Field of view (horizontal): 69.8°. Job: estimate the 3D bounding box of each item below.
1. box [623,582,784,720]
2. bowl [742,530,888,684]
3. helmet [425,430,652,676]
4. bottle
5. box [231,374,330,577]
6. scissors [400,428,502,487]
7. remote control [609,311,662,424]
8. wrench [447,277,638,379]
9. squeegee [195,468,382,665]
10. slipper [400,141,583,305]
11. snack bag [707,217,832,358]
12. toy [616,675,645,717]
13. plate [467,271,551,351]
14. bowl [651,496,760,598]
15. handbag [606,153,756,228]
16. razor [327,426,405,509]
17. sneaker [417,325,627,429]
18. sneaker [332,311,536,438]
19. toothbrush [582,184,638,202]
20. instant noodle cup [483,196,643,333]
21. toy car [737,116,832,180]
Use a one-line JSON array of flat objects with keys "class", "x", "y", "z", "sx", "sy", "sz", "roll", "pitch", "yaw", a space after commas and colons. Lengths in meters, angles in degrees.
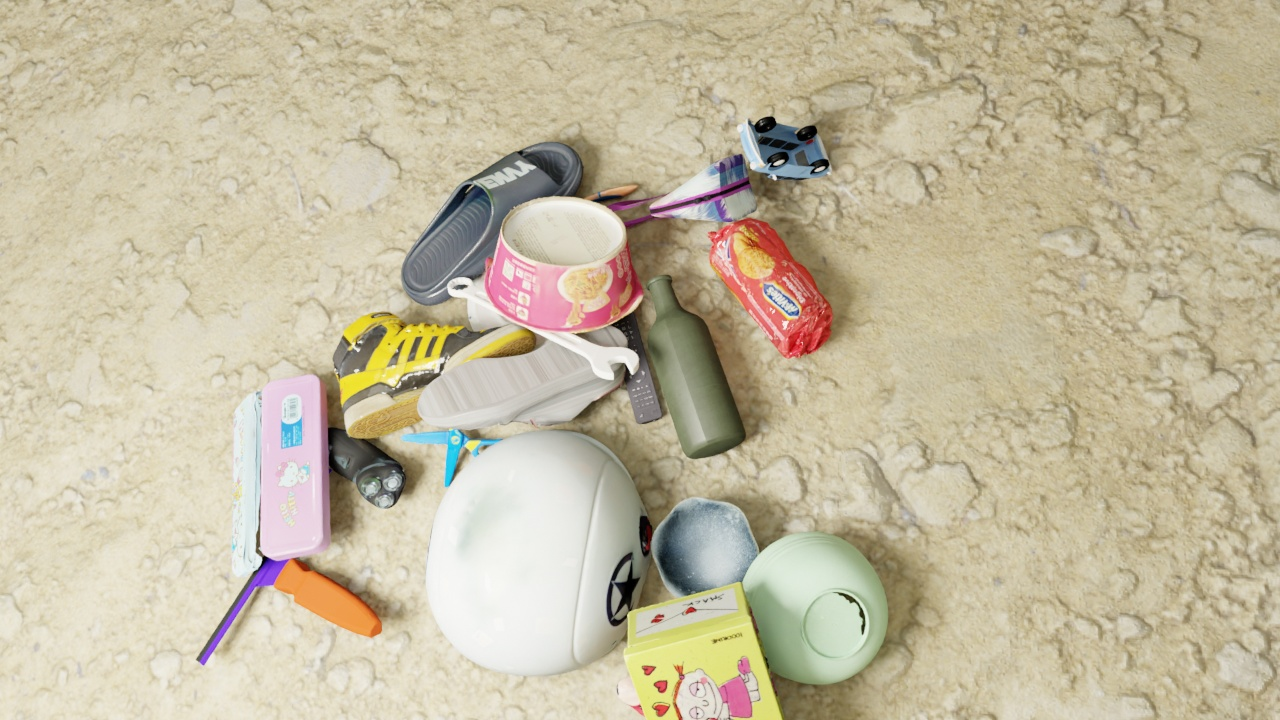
[{"class": "box", "x": 0.073, "y": 0.331, "z": 0.852, "sx": 0.124, "sy": 0.082, "sz": 0.221, "roll": -14, "pitch": 103, "yaw": 4}, {"class": "bowl", "x": 0.176, "y": 0.246, "z": 0.888, "sx": 0.151, "sy": 0.077, "sz": 0.151, "roll": 0, "pitch": 89, "yaw": -8}, {"class": "helmet", "x": -0.113, "y": 0.186, "z": 0.940, "sx": 0.237, "sy": 0.164, "sz": 0.263, "roll": 8, "pitch": 75, "yaw": 11}, {"class": "bottle", "x": 0.051, "y": 0.002, "z": 1.012, "sx": 0.071, "sy": 0.071, "sz": 0.206, "roll": -20, "pitch": 71, "yaw": 4}, {"class": "box", "x": -0.422, "y": 0.130, "z": 1.052, "sx": 0.149, "sy": 0.051, "sz": 0.214, "roll": -21, "pitch": 64, "yaw": 23}, {"class": "scissors", "x": -0.208, "y": 0.086, "z": 1.039, "sx": 0.125, "sy": 0.014, "sz": 0.130, "roll": 0, "pitch": 103, "yaw": -6}, {"class": "remote control", "x": -0.006, "y": 0.006, "z": 1.051, "sx": 0.032, "sy": 0.015, "sz": 0.136, "roll": -17, "pitch": 74, "yaw": 5}, {"class": "wrench", "x": -0.115, "y": -0.040, "z": 1.013, "sx": 0.274, "sy": 0.009, "sz": 0.047, "roll": 26, "pitch": 46, "yaw": 30}, {"class": "squeegee", "x": -0.354, "y": 0.260, "z": 1.018, "sx": 0.185, "sy": 0.055, "sz": 0.249, "roll": 19, "pitch": 70, "yaw": 31}, {"class": "slipper", "x": -0.193, "y": -0.180, "z": 1.099, "sx": 0.268, "sy": 0.083, "sz": 0.110, "roll": -42, "pitch": 59, "yaw": -1}, {"class": "snack bag", "x": 0.147, "y": -0.082, "z": 1.018, "sx": 0.082, "sy": 0.082, "sz": 0.176, "roll": -36, "pitch": 72, "yaw": -2}, {"class": "toy", "x": 0.049, "y": 0.313, "z": 0.920, "sx": 0.137, "sy": 0.067, "sz": 0.105, "roll": -40, "pitch": 108, "yaw": 15}, {"class": "plate", "x": -0.135, "y": -0.076, "z": 1.099, "sx": 0.157, "sy": 0.014, "sz": 0.156, "roll": -3, "pitch": 73, "yaw": 10}, {"class": "bowl", "x": 0.070, "y": 0.200, "z": 0.958, "sx": 0.110, "sy": 0.055, "sz": 0.110, "roll": -3, "pitch": 73, "yaw": 10}, {"class": "handbag", "x": 0.037, "y": -0.180, "z": 1.050, "sx": 0.170, "sy": 0.144, "sz": 0.068, "roll": -9, "pitch": 104, "yaw": 30}, {"class": "razor", "x": -0.327, "y": 0.119, "z": 1.051, "sx": 0.140, "sy": 0.063, "sz": 0.053, "roll": 26, "pitch": 96, "yaw": 27}, {"class": "sneaker", "x": -0.121, "y": 0.040, "z": 1.008, "sx": 0.236, "sy": 0.090, "sz": 0.099, "roll": -18, "pitch": 40, "yaw": -11}, {"class": "sneaker", "x": -0.245, "y": -0.012, "z": 1.063, "sx": 0.238, "sy": 0.086, "sz": 0.122, "roll": -26, "pitch": 68, "yaw": -1}, {"class": "toothbrush", "x": -0.067, "y": -0.192, "z": 1.119, "sx": 0.135, "sy": 0.021, "sz": 0.017, "roll": -20, "pitch": 89, "yaw": 7}, {"class": "instant noodle cup", "x": -0.086, "y": -0.116, "z": 1.024, "sx": 0.178, "sy": 0.078, "sz": 0.178, "roll": 3, "pitch": 41, "yaw": -3}, {"class": "toy car", "x": 0.160, "y": -0.234, "z": 1.033, "sx": 0.055, "sy": 0.153, "sz": 0.056, "roll": -26, "pitch": 76, "yaw": 41}]
